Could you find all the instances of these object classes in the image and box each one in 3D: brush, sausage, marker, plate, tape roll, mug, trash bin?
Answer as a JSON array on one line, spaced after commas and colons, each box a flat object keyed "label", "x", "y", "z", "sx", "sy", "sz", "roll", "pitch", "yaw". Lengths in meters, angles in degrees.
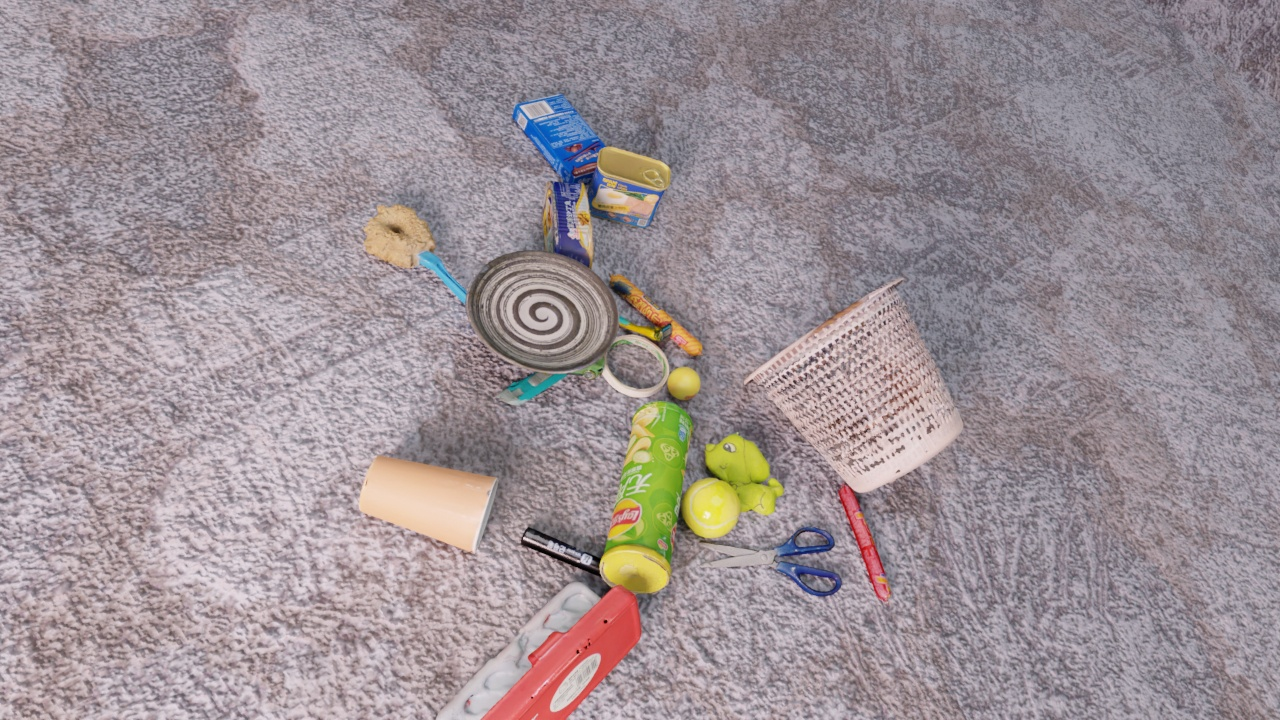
[{"label": "brush", "x": -0.234, "y": -0.099, "z": 1.109, "sx": 0.254, "sy": 0.046, "sz": 0.082, "roll": 40, "pitch": 47, "yaw": 6}, {"label": "sausage", "x": 0.263, "y": 0.212, "z": 1.074, "sx": 0.020, "sy": 0.020, "sz": 0.155, "roll": -1, "pitch": 56, "yaw": -21}, {"label": "marker", "x": -0.062, "y": 0.208, "z": 0.953, "sx": 0.132, "sy": 0.022, "sz": 0.020, "roll": 24, "pitch": 40, "yaw": -2}, {"label": "plate", "x": -0.114, "y": -0.055, "z": 1.062, "sx": 0.179, "sy": 0.024, "sz": 0.179, "roll": 10, "pitch": 54, "yaw": -13}, {"label": "tape roll", "x": -0.007, "y": 0.007, "z": 1.128, "sx": 0.085, "sy": 0.014, "sz": 0.085, "roll": 10, "pitch": 52, "yaw": -14}, {"label": "mug", "x": -0.212, "y": 0.139, "z": 0.917, "sx": 0.123, "sy": 0.078, "sz": 0.078, "roll": 16, "pitch": 51, "yaw": -2}, {"label": "sausage", "x": 0.019, "y": -0.060, "z": 1.182, "sx": 0.165, "sy": 0.022, "sz": 0.021, "roll": 41, "pitch": 52, "yaw": 12}, {"label": "trash bin", "x": 0.268, "y": 0.040, "z": 1.095, "sx": 0.226, "sy": 0.228, "sz": 0.192, "roll": -28, "pitch": 82, "yaw": -34}]

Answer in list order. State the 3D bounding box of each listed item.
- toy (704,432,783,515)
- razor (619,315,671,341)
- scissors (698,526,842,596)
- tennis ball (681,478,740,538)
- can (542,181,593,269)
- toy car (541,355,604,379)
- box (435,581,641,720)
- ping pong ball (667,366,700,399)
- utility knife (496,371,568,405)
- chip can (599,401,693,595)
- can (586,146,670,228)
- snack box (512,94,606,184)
[{"label": "toy", "x": 0.121, "y": 0.132, "z": 1.072, "sx": 0.096, "sy": 0.031, "sz": 0.100, "roll": 9, "pitch": 57, "yaw": -14}, {"label": "razor", "x": -0.024, "y": -0.059, "z": 1.157, "sx": 0.132, "sy": 0.028, "sz": 0.043, "roll": 28, "pitch": 22, "yaw": 11}, {"label": "scissors", "x": 0.149, "y": 0.215, "z": 1.034, "sx": 0.171, "sy": 0.012, "sz": 0.140, "roll": 31, "pitch": 52, "yaw": 5}, {"label": "tennis ball", "x": 0.077, "y": 0.162, "z": 1.011, "sx": 0.065, "sy": 0.066, "sz": 0.065, "roll": 10, "pitch": 52, "yaw": -14}, {"label": "can", "x": -0.095, "y": -0.170, "z": 1.188, "sx": 0.049, "sy": 0.075, "sz": 0.148, "roll": 2, "pitch": 54, "yaw": -15}, {"label": "toy car", "x": -0.084, "y": -0.006, "z": 1.078, "sx": 0.091, "sy": 0.036, "sz": 0.043, "roll": 9, "pitch": 47, "yaw": -21}, {"label": "box", "x": -0.096, "y": 0.286, "z": 0.858, "sx": 0.099, "sy": 0.095, "sz": 0.200, "roll": 21, "pitch": 44, "yaw": 34}, {"label": "ping pong ball", "x": 0.053, "y": 0.028, "z": 1.117, "sx": 0.040, "sy": 0.040, "sz": 0.040, "roll": 10, "pitch": 52, "yaw": -14}, {"label": "utility knife", "x": -0.101, "y": 0.011, "z": 1.089, "sx": 0.029, "sy": 0.013, "sz": 0.164, "roll": 45, "pitch": 52, "yaw": 14}, {"label": "chip can", "x": 0.011, "y": 0.139, "z": 0.983, "sx": 0.072, "sy": 0.073, "sz": 0.220, "roll": 19, "pitch": 43, "yaw": -6}, {"label": "can", "x": -0.020, "y": -0.234, "z": 1.256, "sx": 0.102, "sy": 0.083, "sz": 0.057, "roll": 14, "pitch": 52, "yaw": -11}, {"label": "snack box", "x": -0.107, "y": -0.317, "z": 1.321, "sx": 0.084, "sy": 0.026, "sz": 0.157, "roll": -24, "pitch": 66, "yaw": -33}]
